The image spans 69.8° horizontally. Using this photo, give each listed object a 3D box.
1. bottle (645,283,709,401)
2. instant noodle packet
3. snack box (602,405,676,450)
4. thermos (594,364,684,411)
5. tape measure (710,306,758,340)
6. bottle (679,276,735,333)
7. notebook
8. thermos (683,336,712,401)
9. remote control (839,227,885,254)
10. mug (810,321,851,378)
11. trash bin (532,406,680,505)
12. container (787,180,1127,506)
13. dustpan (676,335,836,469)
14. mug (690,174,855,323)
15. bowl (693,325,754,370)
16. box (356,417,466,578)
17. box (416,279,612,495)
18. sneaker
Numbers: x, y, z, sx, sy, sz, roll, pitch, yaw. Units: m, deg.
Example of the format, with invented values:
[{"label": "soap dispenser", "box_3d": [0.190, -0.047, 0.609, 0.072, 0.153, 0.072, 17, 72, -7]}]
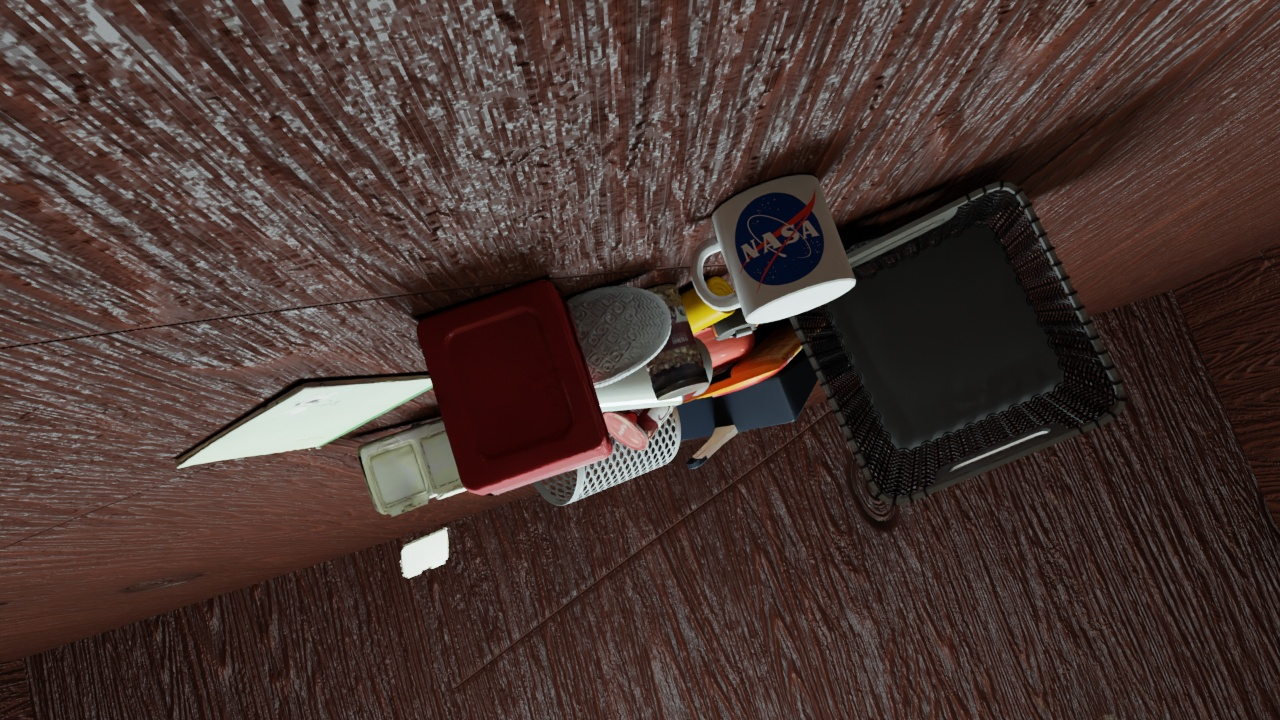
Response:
[{"label": "bottle", "box_3d": [0.026, -0.018, 0.914, 0.056, 0.105, 0.056, -18, 170, -3]}, {"label": "instant noodle packet", "box_3d": [0.170, -0.004, 1.303, 0.160, 0.032, 0.220, -22, -172, 36]}, {"label": "snack box", "box_3d": [0.012, 0.051, 1.203, 0.121, 0.072, 0.072, -50, -173, -28]}, {"label": "thermos", "box_3d": [-0.072, 0.024, 0.961, 0.230, 0.068, 0.068, -4, 168, -6]}, {"label": "tape measure", "box_3d": [0.119, -0.046, 1.116, 0.058, 0.038, 0.059, -16, 170, -13]}, {"label": "bottle", "box_3d": [0.036, -0.042, 0.979, 0.043, 0.043, 0.144, -8, 166, -46]}, {"label": "notebook", "box_3d": [-0.345, 0.062, 0.968, 0.253, 0.010, 0.181, -25, 168, 34]}, {"label": "thermos", "box_3d": [-0.006, 0.006, 1.089, 0.198, 0.084, 0.108, -7, 132, -39]}, {"label": "remote control", "box_3d": [0.176, -0.110, 0.927, 0.150, 0.022, 0.047, -15, 169, -25]}, {"label": "mug", "box_3d": [0.309, -0.029, 1.463, 0.119, 0.085, 0.100, 13, -152, 42]}, {"label": "trash bin", "box_3d": [-0.055, 0.102, 1.290, 0.182, 0.156, 0.157, -14, 170, -34]}, {"label": "container", "box_3d": [0.326, -0.019, 0.987, 0.248, 0.245, 0.243, -26, 175, 17]}, {"label": "dustpan", "box_3d": [0.143, 0.066, 1.354, 0.237, 0.080, 0.272, -15, -170, 45]}, {"label": "mug", "box_3d": [0.099, -0.082, 0.738, 0.121, 0.090, 0.091, -20, 170, 11]}, {"label": "bowl", "box_3d": [0.102, -0.016, 1.231, 0.130, 0.045, 0.130, -18, 170, -3]}, {"label": "box", "box_3d": [-0.255, 0.173, 1.151, 0.143, 0.187, 0.105, -20, -173, -23]}, {"label": "box", "box_3d": [-0.103, 0.024, 0.774, 0.129, 0.157, 0.087, -19, 165, -3]}, {"label": "sneaker", "box_3d": [-0.082, -0.003, 0.869, 0.236, 0.089, 0.087, -14, 167, 6]}]
